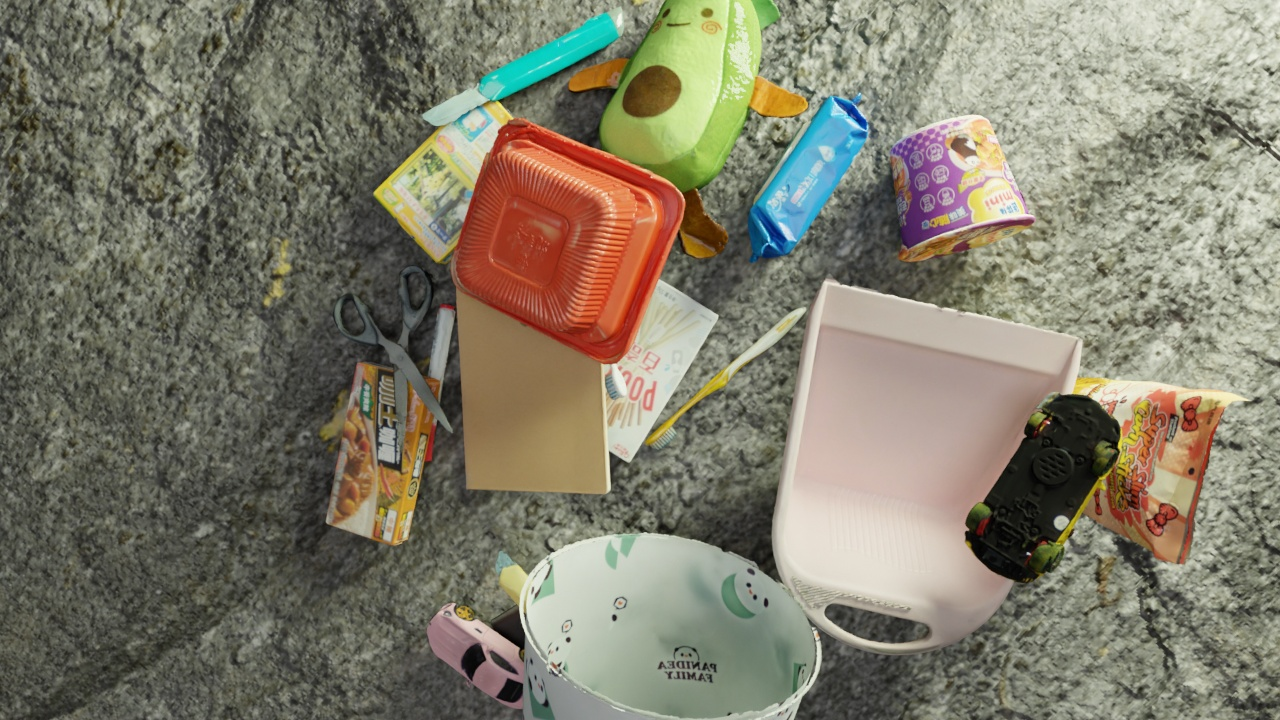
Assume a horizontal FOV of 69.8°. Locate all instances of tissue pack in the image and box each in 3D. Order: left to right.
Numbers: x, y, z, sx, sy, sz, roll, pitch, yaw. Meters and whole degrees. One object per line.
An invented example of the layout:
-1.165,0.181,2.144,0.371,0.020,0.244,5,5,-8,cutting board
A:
0.137,-0.154,0.787,0.052,0.095,0.157,33,95,1,tissue pack

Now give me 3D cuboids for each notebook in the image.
-0.099,0.014,0.819,0.148,0.008,0.207,-2,93,24,notebook

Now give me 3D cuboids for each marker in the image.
-0.189,0.020,0.843,0.017,0.017,0.145,10,93,1,marker

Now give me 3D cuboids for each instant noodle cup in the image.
-0.075,-0.099,0.753,0.189,0.079,0.165,26,106,18,instant noodle cup
0.266,-0.147,0.781,0.111,0.111,0.099,-13,85,2,instant noodle cup

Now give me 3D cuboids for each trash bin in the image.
0.004,0.306,0.735,0.229,0.229,0.252,10,110,1,trash bin

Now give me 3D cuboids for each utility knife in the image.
-0.099,-0.257,0.809,0.205,0.013,0.029,-31,95,-12,utility knife
-0.077,0.237,0.829,0.031,0.018,0.165,-41,103,2,utility knife

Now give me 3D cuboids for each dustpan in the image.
0.225,0.097,0.749,0.222,0.138,0.274,10,121,2,dustpan

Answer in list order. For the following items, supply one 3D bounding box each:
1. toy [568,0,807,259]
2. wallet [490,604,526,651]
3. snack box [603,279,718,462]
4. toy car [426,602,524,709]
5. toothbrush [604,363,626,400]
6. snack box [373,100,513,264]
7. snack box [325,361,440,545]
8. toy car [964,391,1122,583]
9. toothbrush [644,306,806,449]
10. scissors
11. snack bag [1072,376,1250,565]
0.033,-0.219,0.781,0.227,0.090,0.246,16,86,22,toy
-0.063,0.248,0.850,0.122,0.020,0.096,-33,92,5,wallet
-0.005,0.005,0.832,0.084,0.027,0.157,31,93,0,snack box
-0.142,0.272,0.834,0.122,0.037,0.056,33,113,5,toy car
-0.044,-0.073,0.811,0.026,0.026,0.221,-19,81,37,toothbrush
-0.160,-0.165,0.826,0.140,0.033,0.087,-44,91,1,snack box
-0.234,0.083,0.833,0.075,0.026,0.154,13,93,16,snack box
0.314,0.100,0.711,0.071,0.041,0.156,32,97,38,toy car
0.079,0.017,0.836,0.191,0.016,0.018,-41,102,3,toothbrush
-0.215,-0.008,0.816,0.174,0.014,0.159,22,77,16,scissors
0.384,0.073,0.734,0.073,0.208,0.128,19,94,-5,snack bag
